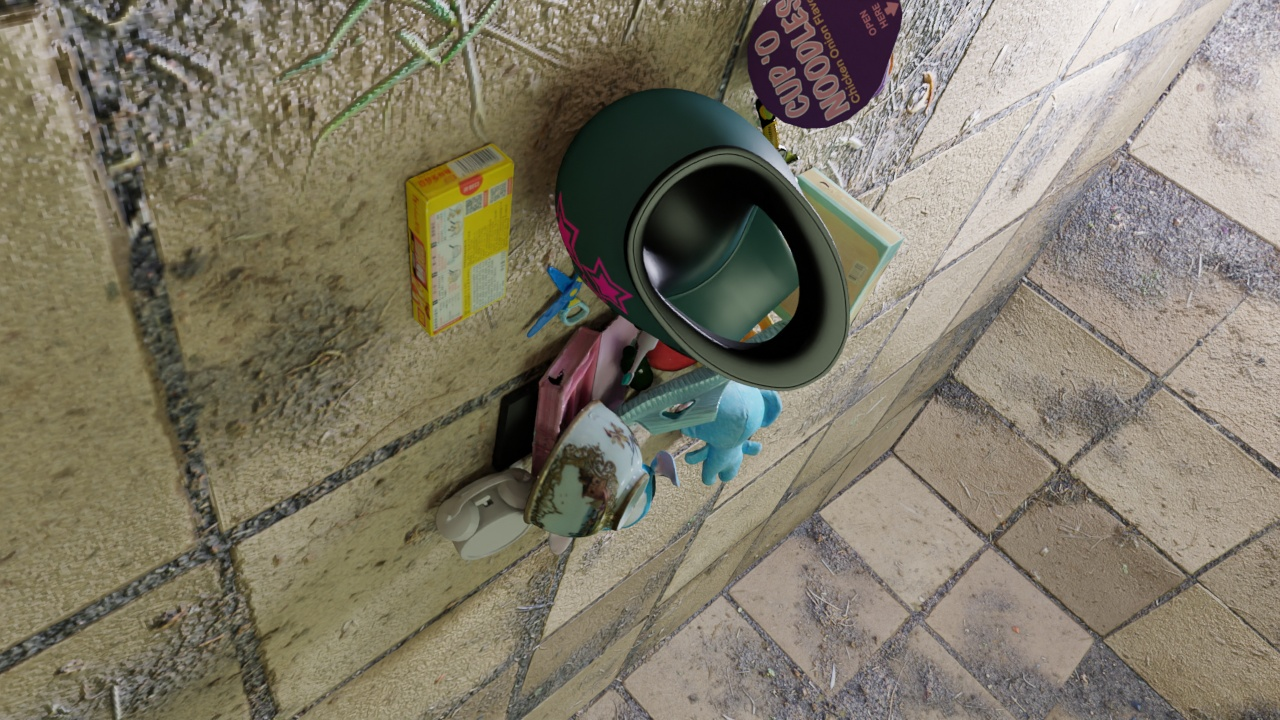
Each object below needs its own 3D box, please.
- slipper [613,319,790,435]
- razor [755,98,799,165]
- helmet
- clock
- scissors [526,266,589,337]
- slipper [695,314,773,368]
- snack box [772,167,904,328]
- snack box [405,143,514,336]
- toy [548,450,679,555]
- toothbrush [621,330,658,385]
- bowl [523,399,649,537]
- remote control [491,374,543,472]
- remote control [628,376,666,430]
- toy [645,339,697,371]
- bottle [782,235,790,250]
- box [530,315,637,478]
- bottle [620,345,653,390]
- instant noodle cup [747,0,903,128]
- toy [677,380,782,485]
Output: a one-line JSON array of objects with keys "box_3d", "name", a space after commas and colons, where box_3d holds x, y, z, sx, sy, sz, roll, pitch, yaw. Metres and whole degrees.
[{"box_3d": [0.079, 0.036, 1.124, 0.276, 0.069, 0.116, -29, 180, -1], "name": "slipper"}, {"box_3d": [0.134, -0.229, 0.933, 0.044, 0.021, 0.144, -28, 161, 6], "name": "razor"}, {"box_3d": [0.049, -0.092, 0.737, 0.176, 0.200, 0.275, -43, 120, 3], "name": "helmet"}, {"box_3d": [-0.173, 0.167, 1.034, 0.119, 0.061, 0.159, -25, 154, -20], "name": "clock"}, {"box_3d": [-0.066, -0.069, 0.875, 0.125, 0.013, 0.126, -46, 157, -1], "name": "scissors"}, {"box_3d": [0.129, -0.030, 1.217, 0.099, 0.078, 0.264, -39, 156, -15], "name": "slipper"}, {"box_3d": [0.219, -0.118, 1.130, 0.044, 0.141, 0.194, -31, 155, -34], "name": "snack box"}, {"box_3d": [-0.135, -0.087, 0.689, 0.075, 0.025, 0.153, -33, 156, -29], "name": "snack box"}, {"box_3d": [-0.059, 0.188, 1.253, 0.224, 0.099, 0.191, -31, 159, 17], "name": "toy"}, {"box_3d": [0.017, -0.039, 0.907, 0.019, 0.018, 0.188, -16, 146, -38], "name": "toothbrush"}, {"box_3d": [-0.047, 0.134, 1.017, 0.159, 0.094, 0.160, -57, 169, -18], "name": "bowl"}, {"box_3d": [-0.132, 0.071, 1.005, 0.058, 0.013, 0.134, -31, 155, -33], "name": "remote control"}, {"box_3d": [-0.014, 0.074, 1.217, 0.133, 0.022, 0.050, -47, 159, 3], "name": "remote control"}, {"box_3d": [0.063, -0.034, 1.094, 0.132, 0.062, 0.092, -27, 157, -16], "name": "toy"}, {"box_3d": [0.123, -0.164, 0.968, 0.068, 0.068, 0.209, -46, 159, 2], "name": "bottle"}, {"box_3d": [-0.064, 0.037, 1.041, 0.178, 0.040, 0.233, -51, 165, -35], "name": "box"}, {"box_3d": [-0.006, 0.006, 1.040, 0.033, 0.033, 0.123, -43, 165, -6], "name": "bottle"}, {"box_3d": [0.179, -0.273, 0.817, 0.137, 0.122, 0.121, -26, -179, 30], "name": "instant noodle cup"}, {"box_3d": [0.130, 0.109, 1.440, 0.183, 0.115, 0.181, -7, 123, -25], "name": "toy"}]
